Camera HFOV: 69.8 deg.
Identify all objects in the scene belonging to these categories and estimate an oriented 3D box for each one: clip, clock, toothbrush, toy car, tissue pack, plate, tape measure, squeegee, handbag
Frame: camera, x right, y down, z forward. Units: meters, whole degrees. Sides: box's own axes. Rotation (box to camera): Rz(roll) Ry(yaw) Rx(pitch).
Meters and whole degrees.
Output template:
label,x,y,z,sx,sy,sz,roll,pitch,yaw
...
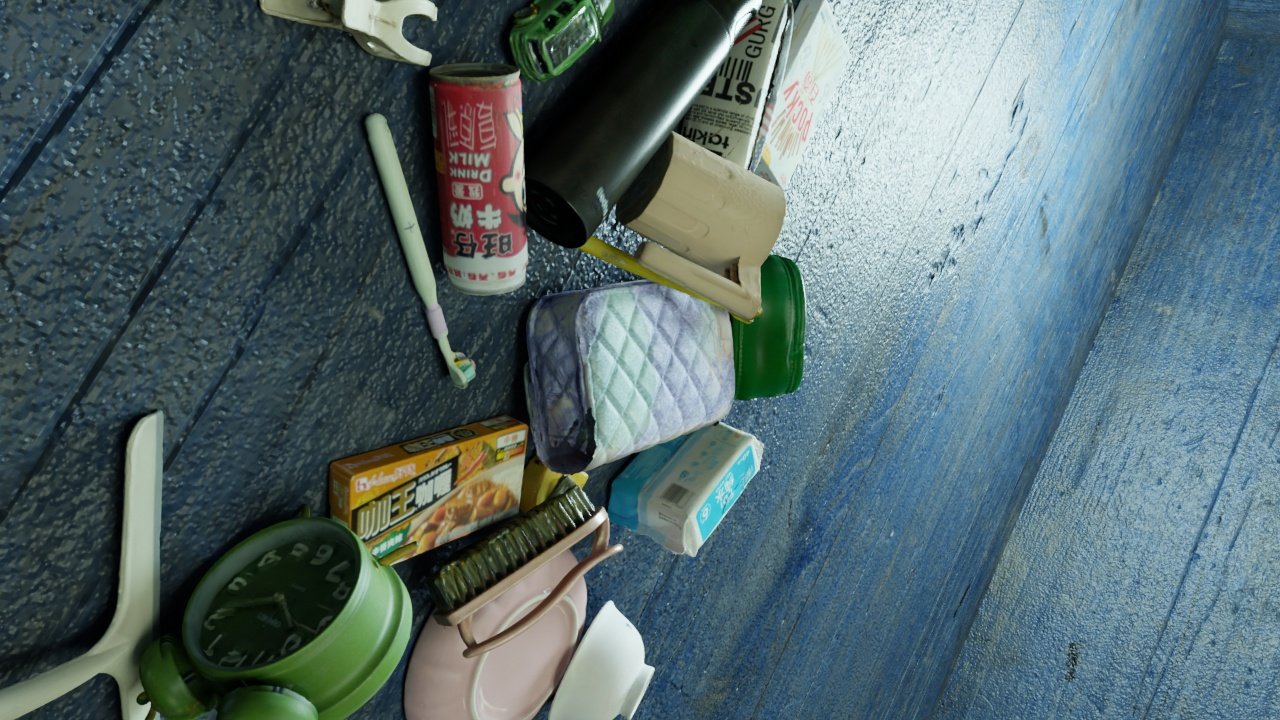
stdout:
label,x,y,z,sx,sy,sz,roll,pitch,yaw
clip,-0.139,-0.178,0.478,0.097,0.060,0.034,-12,117,-64
clock,-0.200,0.154,0.499,0.160,0.116,0.056,-55,143,-38
toothbrush,-0.135,-0.063,0.568,0.020,0.029,0.190,-14,126,-3
toothbrush,0.024,-0.064,0.696,0.190,0.017,0.015,20,49,-36
toy car,-0.047,-0.218,0.592,0.091,0.036,0.043,-56,143,-25
tissue pack,0.042,0.110,0.841,0.139,0.090,0.063,-47,139,-30
plate,-0.105,0.238,0.749,0.191,0.039,0.193,-30,130,-43
tape measure,-0.070,0.102,0.735,0.057,0.029,0.060,-59,144,-13
squeegee,-0.326,0.162,0.403,0.246,0.039,0.247,-11,116,-51
handbag,0.101,-0.036,0.834,0.068,0.120,0.131,-5,117,-6
handbag,-0.004,0.004,0.725,0.193,0.076,0.134,-12,98,-50

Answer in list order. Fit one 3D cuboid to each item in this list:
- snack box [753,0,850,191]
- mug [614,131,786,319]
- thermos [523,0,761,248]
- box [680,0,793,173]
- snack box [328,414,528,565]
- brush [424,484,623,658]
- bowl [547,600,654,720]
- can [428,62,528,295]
label,x,y,z,sx,sy,sz,roll,pitch,yaw
snack box,0.141,-0.245,0.846,0.084,0.027,0.156,38,75,-55
mug,0.043,-0.101,0.686,0.103,0.084,0.124,23,52,-26
thermos,-0.002,-0.195,0.637,0.242,0.068,0.090,-56,151,-20
box,0.087,-0.220,0.748,0.077,0.075,0.163,1,104,-60
snack box,-0.142,0.090,0.630,0.153,0.026,0.075,-14,118,-51
brush,-0.083,0.152,0.675,0.145,0.063,0.073,-30,88,-26
bowl,-0.027,0.284,0.825,0.118,0.065,0.118,-60,167,-25
can,-0.097,-0.110,0.562,0.053,0.053,0.133,-28,129,-44
